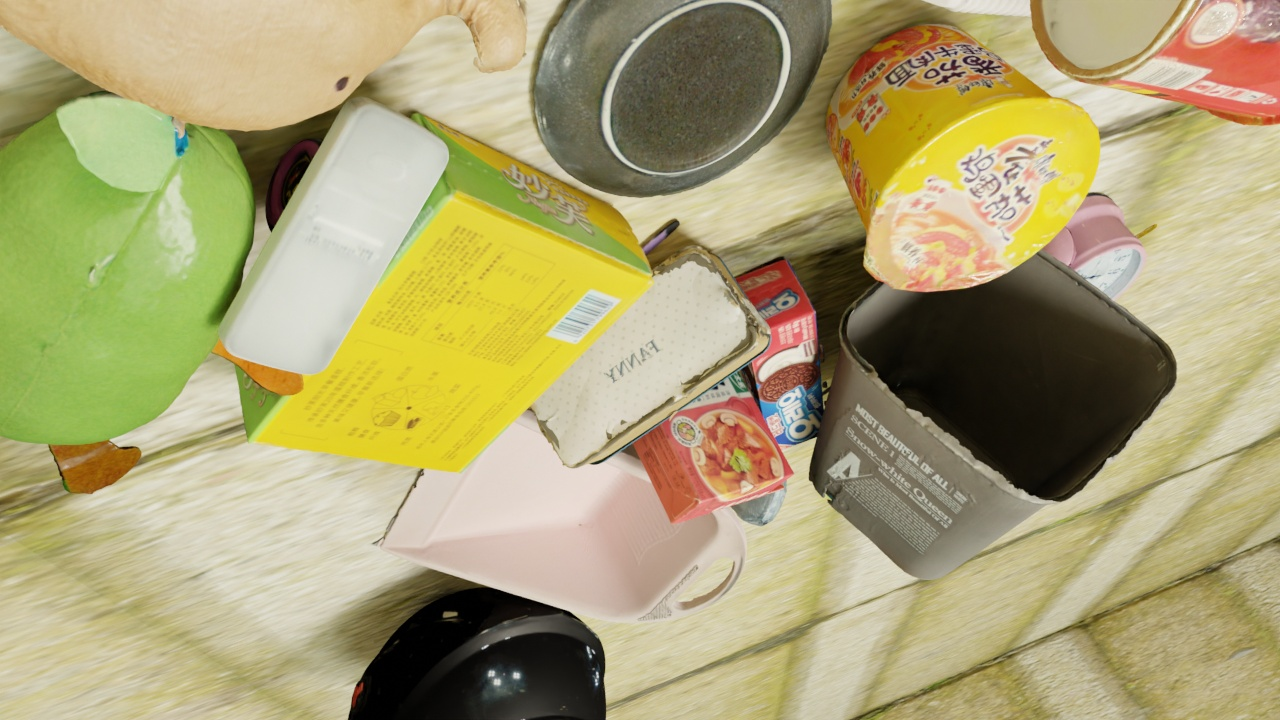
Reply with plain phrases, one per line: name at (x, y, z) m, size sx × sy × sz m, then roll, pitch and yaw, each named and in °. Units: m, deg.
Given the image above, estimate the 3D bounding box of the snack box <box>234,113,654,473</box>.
snack box at (-0.120, -0.025, 0.549) m, size 0.157 × 0.070 × 0.211 m, roll 17°, pitch 129°, yaw -46°

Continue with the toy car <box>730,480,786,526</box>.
toy car at (0.080, 0.095, 0.802) m, size 0.036 × 0.120 × 0.054 m, roll 11°, pitch 109°, yaw -37°

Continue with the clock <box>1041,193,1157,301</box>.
clock at (0.360, -0.079, 0.795) m, size 0.158 × 0.059 × 0.117 m, roll -11°, pitch 144°, yaw -17°

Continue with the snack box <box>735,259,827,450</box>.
snack box at (0.115, 0.005, 0.755) m, size 0.058 × 0.057 × 0.208 m, roll -22°, pitch 147°, yaw 1°

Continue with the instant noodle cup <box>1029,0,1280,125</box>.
instant noodle cup at (0.260, -0.180, 0.420) m, size 0.108 × 0.137 × 0.138 m, roll -2°, pitch 141°, yaw -18°

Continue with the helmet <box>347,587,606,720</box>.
helmet at (-0.155, 0.334, 0.890) m, size 0.233 × 0.230 × 0.275 m, roll 24°, pitch 166°, yaw -39°

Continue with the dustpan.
dustpan at (-0.052, 0.147, 0.772) m, size 0.272 × 0.138 × 0.223 m, roll 0°, pitch 140°, yaw -34°

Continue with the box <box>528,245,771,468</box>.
box at (-0.004, 0.004, 0.639) m, size 0.185 × 0.090 × 0.059 m, roll -34°, pitch 171°, yaw 18°

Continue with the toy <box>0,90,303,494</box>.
toy at (-0.267, -0.028, 0.434) m, size 0.227 × 0.090 × 0.247 m, roll 30°, pitch 116°, yaw -37°

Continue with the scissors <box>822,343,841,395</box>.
scissors at (0.233, -0.016, 0.825) m, size 0.163 × 0.012 × 0.175 m, roll -46°, pitch 147°, yaw 18°

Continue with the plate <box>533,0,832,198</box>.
plate at (0.029, -0.153, 0.509) m, size 0.179 × 0.024 × 0.180 m, roll -17°, pitch 146°, yaw -12°

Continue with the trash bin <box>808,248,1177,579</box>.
trash bin at (0.250, 0.048, 0.730) m, size 0.198 × 0.199 × 0.220 m, roll -35°, pitch 156°, yaw -25°

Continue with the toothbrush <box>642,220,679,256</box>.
toothbrush at (-0.045, -0.037, 0.638) m, size 0.189 × 0.016 × 0.014 m, roll -40°, pitch 156°, yaw 17°

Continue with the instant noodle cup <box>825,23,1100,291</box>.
instant noodle cup at (0.181, -0.127, 0.553) m, size 0.138 × 0.109 × 0.138 m, roll -11°, pitch 140°, yaw -10°

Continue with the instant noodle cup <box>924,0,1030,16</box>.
instant noodle cup at (0.210, -0.238, 0.477) m, size 0.173 × 0.060 × 0.138 m, roll -6°, pitch 143°, yaw -24°

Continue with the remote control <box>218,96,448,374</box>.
remote control at (-0.143, -0.055, 0.429) m, size 0.055 × 0.020 × 0.136 m, roll 21°, pitch 107°, yaw -49°

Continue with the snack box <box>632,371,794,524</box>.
snack box at (0.057, 0.056, 0.716) m, size 0.126 × 0.113 × 0.044 m, roll -10°, pitch 153°, yaw -39°

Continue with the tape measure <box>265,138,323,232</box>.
tape measure at (-0.157, -0.080, 0.460) m, size 0.039 × 0.058 × 0.057 m, roll 19°, pitch 106°, yaw -50°

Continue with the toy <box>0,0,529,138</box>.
toy at (-0.148, -0.151, 0.343) m, size 0.225 × 0.082 × 0.144 m, roll 20°, pitch 115°, yaw -48°
